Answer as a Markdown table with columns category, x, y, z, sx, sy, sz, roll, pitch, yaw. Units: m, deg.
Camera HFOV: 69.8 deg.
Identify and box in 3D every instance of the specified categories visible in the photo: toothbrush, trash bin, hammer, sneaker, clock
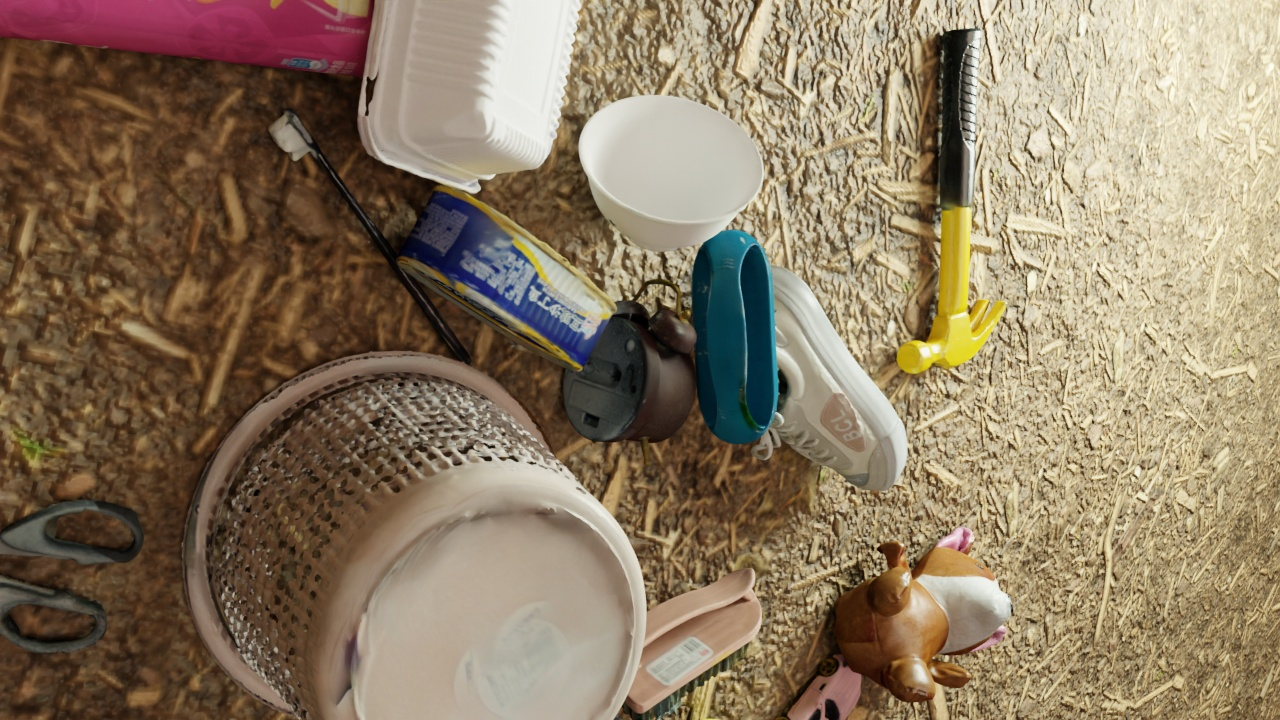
| category | x | y | z | sx | sy | sz | roll | pitch | yaw |
| --- | --- | --- | --- | --- | --- | --- | --- | --- | --- |
| toothbrush | -0.150 | -0.063 | 0.530 | 0.018 | 0.016 | 0.181 | -42 | 121 | -15 |
| trash bin | -0.105 | 0.115 | 0.472 | 0.227 | 0.192 | 0.227 | -3 | 97 | -29 |
| hammer | 0.286 | -0.140 | 0.830 | 0.128 | 0.033 | 0.301 | -14 | 109 | -35 |
| sneaker | 0.130 | 0.042 | 0.718 | 0.090 | 0.090 | 0.242 | -48 | 123 | -16 |
| clock | -0.004 | 0.004 | 0.613 | 0.055 | 0.082 | 0.122 | 13 | 93 | -43 |

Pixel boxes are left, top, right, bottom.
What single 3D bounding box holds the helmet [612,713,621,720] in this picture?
| category | x | y | z | sx | sy | sz | roll | pitch | yaw |
| --- | --- | --- | --- | --- | --- | --- | --- | --- | --- |
| helmet | -0.077 | 0.344 | 0.539 | 0.230 | 0.233 | 0.275 | 3 | 101 | -14 |

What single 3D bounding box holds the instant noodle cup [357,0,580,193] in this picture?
| category | x | y | z | sx | sy | sz | roll | pitch | yaw |
| --- | --- | --- | --- | --- | --- | --- | --- | --- | --- |
| instant noodle cup | -0.078 | -0.179 | 0.487 | 0.138 | 0.060 | 0.173 | -4 | 104 | -75 |

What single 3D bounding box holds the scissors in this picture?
| category | x | y | z | sx | sy | sz | roll | pitch | yaw |
| --- | --- | --- | --- | --- | --- | --- | --- | --- | --- |
| scissors | -0.327 | 0.085 | 0.433 | 0.155 | 0.014 | 0.168 | -33 | 116 | -25 |

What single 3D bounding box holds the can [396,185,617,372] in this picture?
| category | x | y | z | sx | sy | sz | roll | pitch | yaw |
| --- | --- | --- | --- | --- | --- | --- | --- | --- | --- |
| can | -0.076 | -0.044 | 0.547 | 0.148 | 0.075 | 0.049 | 36 | 79 | -48 |

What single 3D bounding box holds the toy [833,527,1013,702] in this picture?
| category | x | y | z | sx | sy | sz | roll | pitch | yaw |
| --- | --- | --- | --- | --- | --- | --- | --- | --- | --- |
| toy | 0.277 | 0.233 | 0.859 | 0.199 | 0.131 | 0.140 | -2 | 82 | -44 |

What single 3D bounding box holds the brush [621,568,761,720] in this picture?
| category | x | y | z | sx | sy | sz | roll | pitch | yaw |
| --- | --- | --- | --- | --- | --- | --- | --- | --- | --- |
| brush | 0.036 | 0.211 | 0.700 | 0.145 | 0.063 | 0.073 | -21 | 122 | -33 |

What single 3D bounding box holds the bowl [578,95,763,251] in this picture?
| category | x | y | z | sx | sy | sz | roll | pitch | yaw |
| --- | --- | --- | --- | --- | --- | --- | --- | --- | --- |
| bowl | 0.015 | -0.111 | 0.603 | 0.118 | 0.118 | 0.065 | -31 | 156 | -28 |

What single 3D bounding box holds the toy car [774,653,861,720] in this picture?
| category | x | y | z | sx | sy | sz | roll | pitch | yaw |
| --- | --- | --- | --- | --- | --- | --- | --- | --- | --- |
| toy car | 0.164 | 0.326 | 0.840 | 0.122 | 0.037 | 0.056 | -43 | 124 | -23 |

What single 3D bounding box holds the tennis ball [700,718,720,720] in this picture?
| category | x | y | z | sx | sy | sz | roll | pitch | yaw |
| --- | --- | --- | --- | --- | --- | --- | --- | --- | --- |
| tennis ball | 0.056 | 0.323 | 0.739 | 0.065 | 0.065 | 0.065 | -9 | 105 | -35 |

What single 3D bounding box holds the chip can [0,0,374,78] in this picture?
| category | x | y | z | sx | sy | sz | roll | pitch | yaw |
| --- | --- | --- | --- | --- | --- | --- | --- | --- | --- |
| chip can | -0.225 | -0.173 | 0.412 | 0.210 | 0.071 | 0.071 | -5 | 103 | -36 |

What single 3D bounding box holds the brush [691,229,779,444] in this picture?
| category | x | y | z | sx | sy | sz | roll | pitch | yaw |
| --- | --- | --- | --- | --- | --- | --- | --- | --- | --- |
| brush | 0.062 | -0.015 | 0.608 | 0.073 | 0.055 | 0.144 | -18 | 106 | -75 |
